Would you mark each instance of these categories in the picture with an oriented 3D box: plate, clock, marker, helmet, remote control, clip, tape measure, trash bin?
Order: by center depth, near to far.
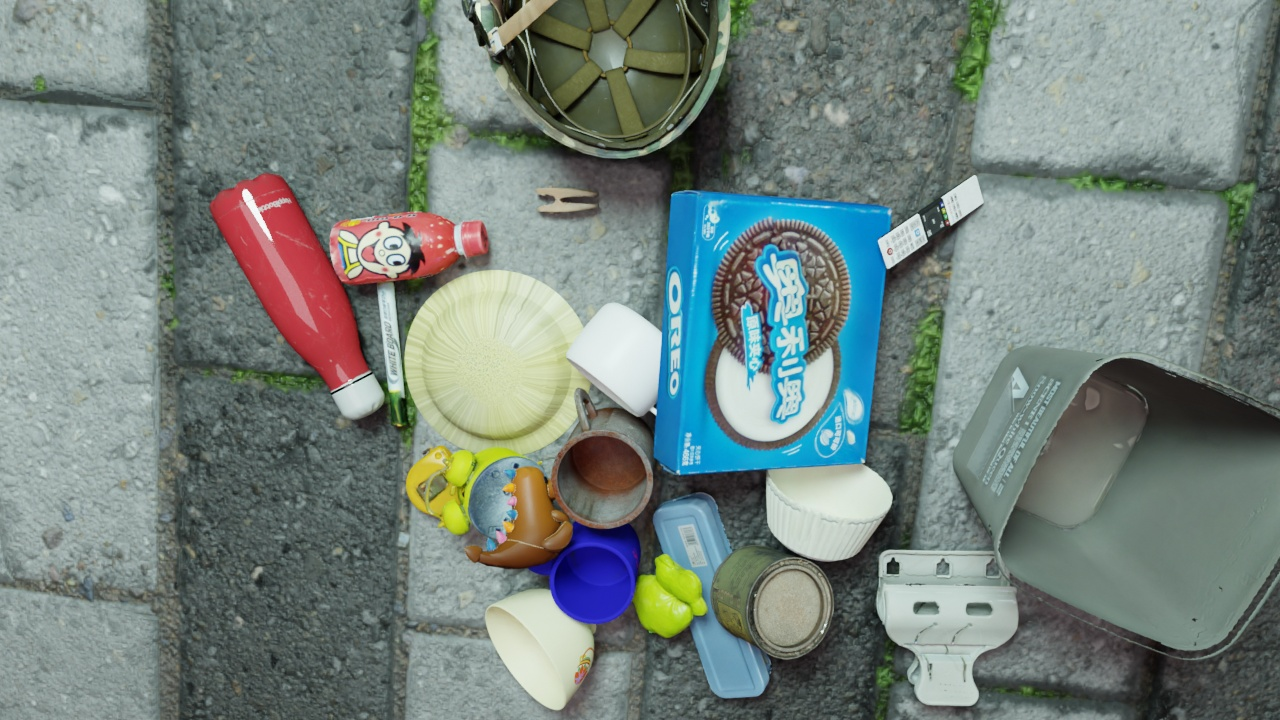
[{"bbox_3d":[-0.031,-0.273,0.718,0.193,0.236,0.224,-17,108,1],"label":"helmet"},{"bbox_3d":[0.380,0.090,0.761,0.197,0.220,0.197,24,100,0],"label":"trash bin"},{"bbox_3d":[0.256,-0.124,0.813,0.124,0.012,0.028,-33,114,-19],"label":"remote control"},{"bbox_3d":[-0.069,-0.153,0.854,0.061,0.025,0.049,-32,92,16],"label":"clip"},{"bbox_3d":[-0.144,0.124,0.867,0.119,0.057,0.083,1,102,-28],"label":"clock"},{"bbox_3d":[0.291,0.257,0.874,0.125,0.089,0.150,1,89,6],"label":"clip"},{"bbox_3d":[-0.140,0.008,0.877,0.184,0.036,0.184,1,100,4],"label":"plate"},{"bbox_3d":[-0.242,-0.007,0.892,0.017,0.017,0.146,-3,99,4],"label":"marker"},{"bbox_3d":[-0.201,0.122,0.905,0.059,0.030,0.068,-36,95,7],"label":"tape measure"}]

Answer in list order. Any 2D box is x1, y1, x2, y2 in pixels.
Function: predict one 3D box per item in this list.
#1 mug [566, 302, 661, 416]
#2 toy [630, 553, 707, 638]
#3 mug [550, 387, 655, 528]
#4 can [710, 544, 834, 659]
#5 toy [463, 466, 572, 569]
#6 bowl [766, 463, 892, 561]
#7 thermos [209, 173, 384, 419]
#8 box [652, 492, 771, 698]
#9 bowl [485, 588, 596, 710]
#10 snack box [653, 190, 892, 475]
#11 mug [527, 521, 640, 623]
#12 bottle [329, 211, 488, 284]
[{"bbox_3d":[-0.005,0.005,0.833,0.115,0.094,0.068,39,83,5],"label":"mug"},{"bbox_3d":[0.025,0.228,0.885,0.094,0.036,0.094,24,118,38],"label":"toy"},{"bbox_3d":[-0.036,0.081,0.848,0.096,0.110,0.123,-17,98,1],"label":"mug"},{"bbox_3d":[0.121,0.220,0.845,0.089,0.075,0.090,0,89,-22],"label":"can"},{"bbox_3d":[-0.113,0.140,0.816,0.071,0.102,0.090,-20,73,48],"label":"toy"},{"bbox_3d":[0.166,0.137,0.846,0.115,0.115,0.063,11,115,2],"label":"bowl"},{"bbox_3d":[-0.312,-0.054,0.861,0.073,0.073,0.240,-26,97,8],"label":"thermos"},{"bbox_3d":[0.073,0.231,0.911,0.067,0.052,0.210,-16,97,29],"label":"box"},{"bbox_3d":[-0.085,0.267,0.894,0.073,0.118,0.118,-32,98,-34],"label":"bowl"},{"bbox_3d":[0.116,-0.022,0.804,0.195,0.056,0.239,0,100,-24],"label":"snack box"},{"bbox_3d":[-0.057,0.194,0.879,0.111,0.083,0.079,13,100,2],"label":"mug"},{"bbox_3d":[-0.211,-0.107,0.851,0.137,0.062,0.062,-6,99,6],"label":"bottle"}]
